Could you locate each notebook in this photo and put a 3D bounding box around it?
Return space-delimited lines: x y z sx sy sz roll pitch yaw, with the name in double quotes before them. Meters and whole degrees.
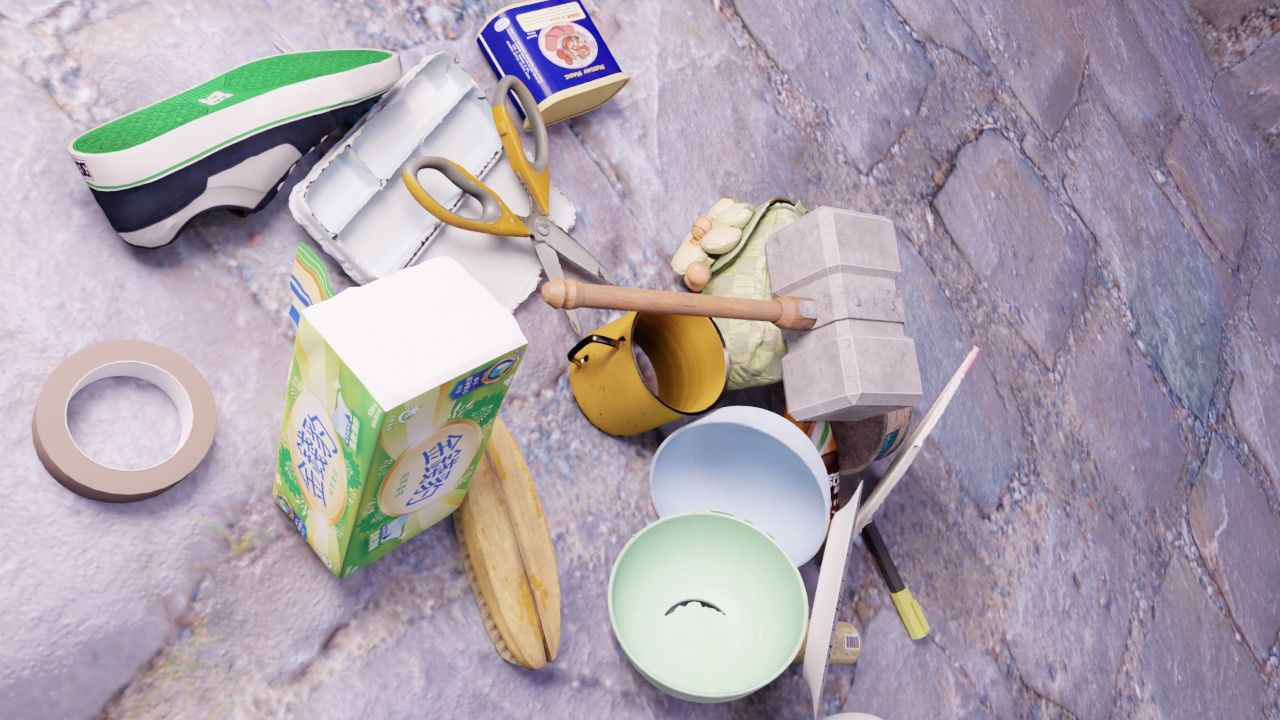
"notebook" 0.236 0.095 0.842 0.012 0.209 0.152 34 49 15

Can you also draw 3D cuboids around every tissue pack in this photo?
"tissue pack" -0.172 0.016 0.561 0.141 0.198 0.120 46 40 16

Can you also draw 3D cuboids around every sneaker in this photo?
"sneaker" -0.257 -0.150 0.628 0.234 0.084 0.079 -41 138 -37

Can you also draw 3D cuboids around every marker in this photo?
"marker" 0.254 0.218 0.916 0.017 0.021 0.124 -22 86 -41

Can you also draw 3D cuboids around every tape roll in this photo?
"tape roll" -0.306 0.036 0.546 0.093 0.030 0.093 14 65 -33

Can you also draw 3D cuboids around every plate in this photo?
"plate" 0.150 0.187 0.728 0.188 0.016 0.188 12 89 -74

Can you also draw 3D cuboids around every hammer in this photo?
"hammer" 0.068 -0.040 0.698 0.317 0.083 0.162 2 75 -33

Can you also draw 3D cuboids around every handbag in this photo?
"handbag" 0.085 -0.068 0.835 0.116 0.113 0.186 24 61 -29

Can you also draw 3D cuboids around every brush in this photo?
"brush" -0.101 0.125 0.662 0.059 0.043 0.195 -11 81 -39

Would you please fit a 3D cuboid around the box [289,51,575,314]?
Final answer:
"box" -0.149 -0.119 0.720 0.189 0.037 0.208 50 50 -30

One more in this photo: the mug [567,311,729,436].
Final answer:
"mug" -0.005 0.004 0.749 0.123 0.094 0.100 17 64 -34

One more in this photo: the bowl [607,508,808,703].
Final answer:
"bowl" 0.048 0.199 0.712 0.151 0.077 0.150 3 51 -4

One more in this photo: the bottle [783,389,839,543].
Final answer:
"bottle" 0.150 0.079 0.833 0.059 0.059 0.167 -6 97 -39

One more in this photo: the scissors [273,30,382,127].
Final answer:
"scissors" -0.213 -0.196 0.713 0.143 0.019 0.126 -7 80 -42

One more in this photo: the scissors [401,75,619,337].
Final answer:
"scissors" -0.091 -0.132 0.751 0.225 0.016 0.216 29 59 -40

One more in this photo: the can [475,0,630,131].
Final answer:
"can" -0.079 -0.269 0.822 0.116 0.057 0.092 -33 93 -41

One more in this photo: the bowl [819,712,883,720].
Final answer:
"bowl" 0.140 0.361 0.729 0.176 0.066 0.176 -6 99 -41

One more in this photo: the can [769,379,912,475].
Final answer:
"can" 0.185 0.039 0.858 0.044 0.130 0.130 -18 84 -40

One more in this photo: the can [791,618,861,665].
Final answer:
"can" 0.156 0.250 0.817 0.079 0.038 0.038 15 65 -33

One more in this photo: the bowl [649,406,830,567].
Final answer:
"bowl" 0.090 0.097 0.763 0.150 0.151 0.074 54 34 -8
